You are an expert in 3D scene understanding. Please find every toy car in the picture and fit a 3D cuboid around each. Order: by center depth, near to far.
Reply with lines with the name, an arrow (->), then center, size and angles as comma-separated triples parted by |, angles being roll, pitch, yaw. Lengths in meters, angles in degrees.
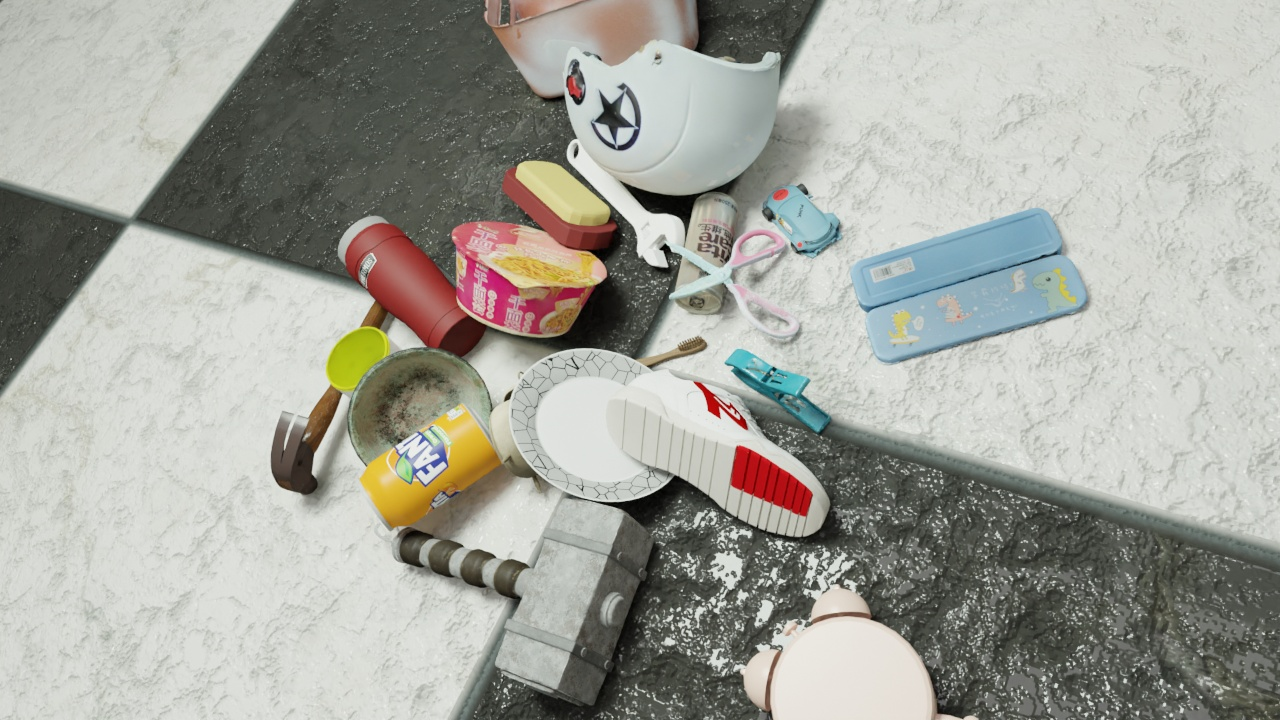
toy car -> 0.178, -0.166, 1.036 | 0.060, 0.027, 0.107 | -35, 54, 1

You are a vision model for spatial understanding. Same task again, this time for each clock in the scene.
clock -> 0.171, 0.276, 0.754 | 0.131, 0.086, 0.160 | -41, 48, -4
clock -> -0.127, 0.068, 0.994 | 0.055, 0.093, 0.140 | -25, 47, 16

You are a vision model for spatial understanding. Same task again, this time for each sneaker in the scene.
sneaker -> 0.089, 0.077, 0.905 | 0.237, 0.090, 0.104 | 24, 43, 23

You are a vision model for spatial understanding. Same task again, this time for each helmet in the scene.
helmet -> 0.029, -0.277, 1.067 | 0.264, 0.236, 0.164 | 15, 109, 45

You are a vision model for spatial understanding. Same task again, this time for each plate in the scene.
plate -> -0.043, 0.067, 0.951 | 0.188, 0.016, 0.188 | 9, 50, -11

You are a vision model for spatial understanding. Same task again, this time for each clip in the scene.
clip -> 0.139, 0.029, 0.935 | 0.027, 0.104, 0.120 | -46, 48, -12

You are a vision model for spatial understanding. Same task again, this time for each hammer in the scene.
hammer -> -0.156, 0.214, 0.932 | 0.327, 0.079, 0.176 | 8, 65, 32
hammer -> -0.362, 0.011, 1.130 | 0.033, 0.115, 0.322 | 15, 58, 6

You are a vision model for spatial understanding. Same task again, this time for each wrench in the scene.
wrench -> -0.026, -0.203, 1.135 | 0.273, 0.018, 0.066 | 51, 124, 39

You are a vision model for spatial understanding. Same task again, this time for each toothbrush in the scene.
toothbrush -> -0.006, 0.006, 1.021 | 0.167, 0.016, 0.016 | -20, 55, 12

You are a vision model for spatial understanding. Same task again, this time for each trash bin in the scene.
trash bin -> -0.057, -0.487, 1.243 | 0.260, 0.157, 0.181 | -12, 58, 17

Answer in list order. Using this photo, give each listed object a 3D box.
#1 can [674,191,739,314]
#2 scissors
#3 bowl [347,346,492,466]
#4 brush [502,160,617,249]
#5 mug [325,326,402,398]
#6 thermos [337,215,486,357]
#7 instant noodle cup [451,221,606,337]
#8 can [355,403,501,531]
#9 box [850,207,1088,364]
can -> 0.076, -0.123, 1.038 | 0.054, 0.054, 0.135 | 1, 62, 23
scissors -> 0.108, -0.082, 0.985 | 0.170, 0.014, 0.173 | -25, 71, -30
bowl -> -0.247, 0.061, 1.027 | 0.157, 0.157, 0.038 | -47, 23, -8
brush -> -0.099, -0.198, 1.134 | 0.173, 0.082, 0.042 | 44, 128, 35
mug -> -0.305, 0.021, 1.081 | 0.083, 0.106, 0.082 | -10, 58, 17
thermos -> -0.274, -0.092, 1.133 | 0.198, 0.107, 0.084 | 42, 123, 20
instant noodle cup -> -0.134, -0.090, 1.047 | 0.179, 0.178, 0.078 | 36, 119, 34
can -> -0.224, 0.114, 0.980 | 0.142, 0.079, 0.079 | -34, 54, -13
box -> 0.326, -0.077, 0.927 | 0.209, 0.021, 0.125 | -17, 56, 14
